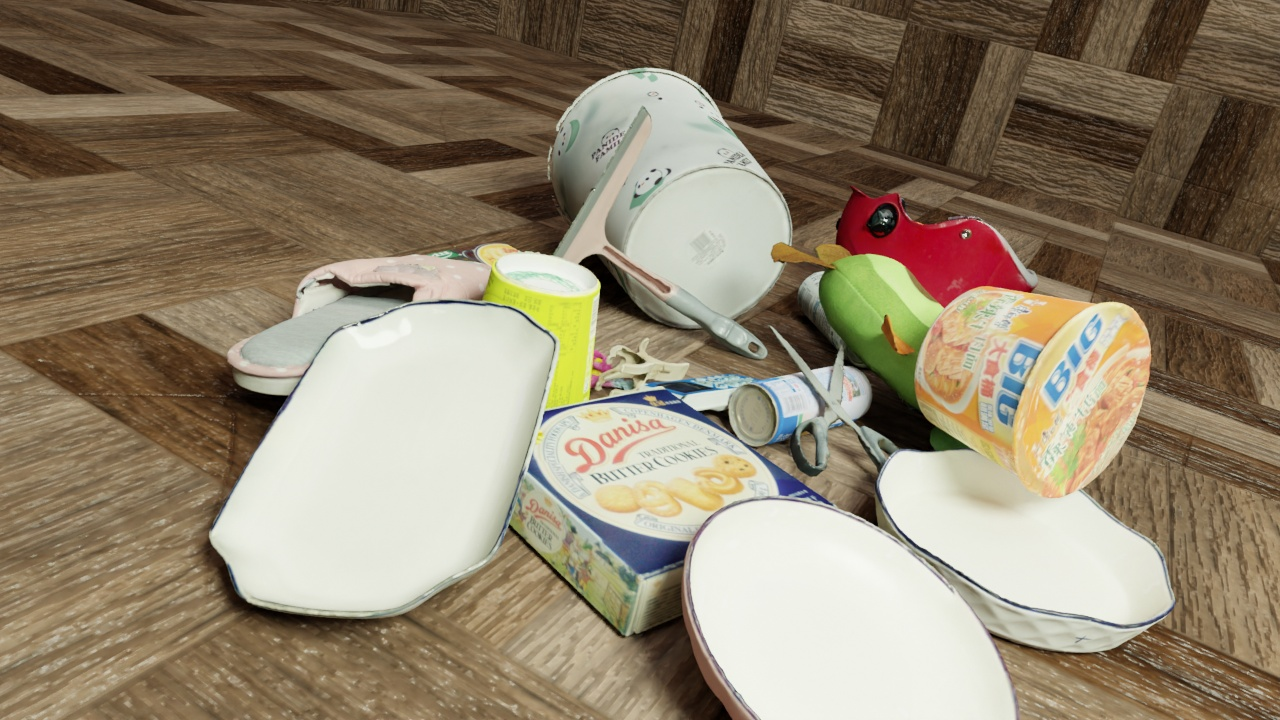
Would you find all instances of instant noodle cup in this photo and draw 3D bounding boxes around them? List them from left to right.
[{"bbox_3d":[-0.082,-0.012,0.691,0.111,0.124,0.111,11,24,-5],"label":"instant noodle cup"},{"bbox_3d":[0.293,0.015,0.703,0.151,0.151,0.111,-2,19,-32],"label":"instant noodle cup"}]

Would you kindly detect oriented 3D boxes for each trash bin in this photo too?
[{"bbox_3d":[0.034,-0.174,1.019,0.229,0.230,0.251,3,31,-22],"label":"trash bin"}]

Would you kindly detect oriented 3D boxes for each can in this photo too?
[{"bbox_3d":[0.140,0.037,0.787,0.134,0.053,0.053,-9,32,-41],"label":"can"},{"bbox_3d":[0.225,-0.048,1.018,0.058,0.058,0.146,6,24,-16],"label":"can"}]

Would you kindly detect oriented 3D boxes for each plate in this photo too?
[{"bbox_3d":[-0.139,0.051,0.548,0.162,0.034,0.265,2,38,6],"label":"plate"},{"bbox_3d":[0.105,0.154,0.488,0.192,0.039,0.192,18,32,-12],"label":"plate"},{"bbox_3d":[0.261,0.131,0.650,0.205,0.046,0.204,10,24,-5],"label":"plate"}]

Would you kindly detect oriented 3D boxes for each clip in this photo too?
[{"bbox_3d":[-0.001,0.007,0.782,0.070,0.035,0.099,31,22,20],"label":"clip"}]

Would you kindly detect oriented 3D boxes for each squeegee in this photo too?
[{"bbox_3d":[0.026,-0.067,0.886,0.249,0.247,0.040,32,-2,-25],"label":"squeegee"}]

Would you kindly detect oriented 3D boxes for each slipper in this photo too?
[{"bbox_3d":[-0.202,-0.046,0.712,0.114,0.054,0.273,14,26,21],"label":"slipper"}]

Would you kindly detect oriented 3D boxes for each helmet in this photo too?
[{"bbox_3d":[0.317,-0.098,1.061,0.240,0.144,0.206,33,8,38],"label":"helmet"}]

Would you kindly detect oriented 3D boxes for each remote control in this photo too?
[{"bbox_3d":[0.057,0.029,0.781,0.049,0.024,0.124,13,12,43],"label":"remote control"}]

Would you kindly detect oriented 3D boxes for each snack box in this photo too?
[{"bbox_3d":[-0.151,-0.073,0.896,0.126,0.053,0.113,30,28,23],"label":"snack box"},{"bbox_3d":[0.004,0.087,0.612,0.177,0.046,0.182,-9,32,-42],"label":"snack box"}]

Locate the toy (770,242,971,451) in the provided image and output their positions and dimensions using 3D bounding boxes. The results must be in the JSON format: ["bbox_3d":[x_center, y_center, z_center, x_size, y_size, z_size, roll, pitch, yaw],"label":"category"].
[{"bbox_3d":[0.233,-0.030,0.840,0.246,0.090,0.226,48,21,15],"label":"toy"}]

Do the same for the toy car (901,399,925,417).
[{"bbox_3d":[0.303,0.022,0.927,0.070,0.042,0.157,16,26,9],"label":"toy car"}]

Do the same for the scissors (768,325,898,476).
[{"bbox_3d":[0.154,0.040,0.746,0.159,0.014,0.178,-18,64,-48],"label":"scissors"}]

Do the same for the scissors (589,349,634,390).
[{"bbox_3d":[-0.024,0.020,0.790,0.133,0.017,0.118,31,26,28],"label":"scissors"}]

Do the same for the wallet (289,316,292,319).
[{"bbox_3d":[-0.248,-0.048,0.805,0.090,0.033,0.115,12,27,-6],"label":"wallet"}]
